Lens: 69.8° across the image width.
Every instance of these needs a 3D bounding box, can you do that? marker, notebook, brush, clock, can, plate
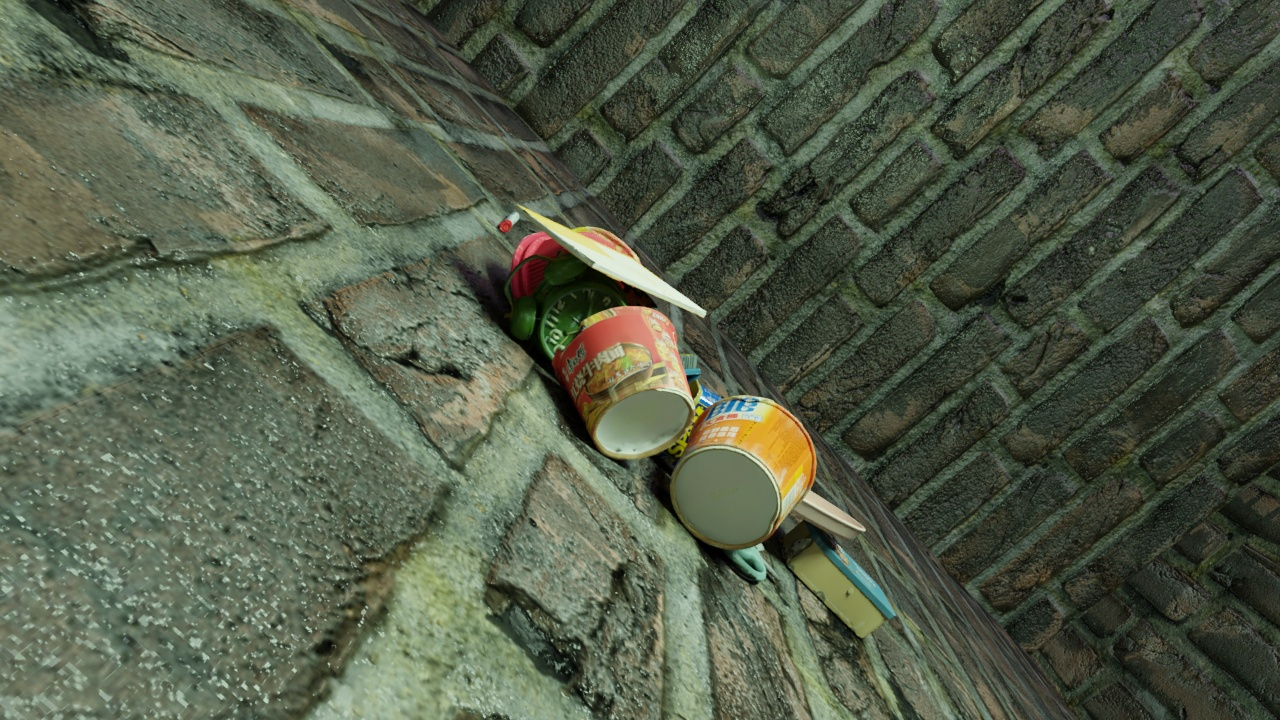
[{"bbox_3d":[-0.203,-0.217,1.433,0.017,0.017,0.145,45,9,-12],"label":"marker"},{"bbox_3d":[-0.030,-0.108,1.018,0.146,0.010,0.206,40,13,37],"label":"notebook"},{"bbox_3d":[0.046,0.024,1.403,0.143,0.055,0.073,2,78,-59],"label":"brush"},{"bbox_3d":[-0.076,-0.051,0.998,0.161,0.116,0.056,38,7,-24],"label":"clock"},{"bbox_3d":[0.073,0.088,1.091,0.083,0.102,0.057,32,13,-12],"label":"can"},{"bbox_3d":[0.200,0.181,1.257,0.229,0.028,0.229,30,1,-1],"label":"plate"}]

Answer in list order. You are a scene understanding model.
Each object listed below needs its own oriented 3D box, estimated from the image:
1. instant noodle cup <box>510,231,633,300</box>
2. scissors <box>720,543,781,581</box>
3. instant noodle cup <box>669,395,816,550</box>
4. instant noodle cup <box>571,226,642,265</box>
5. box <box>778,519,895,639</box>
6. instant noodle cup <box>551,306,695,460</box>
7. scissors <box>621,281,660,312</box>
[{"bbox_3d":[-0.064,-0.084,1.112,0.193,0.066,0.193,28,48,-36],"label":"instant noodle cup"},{"bbox_3d":[0.104,0.200,1.080,0.174,0.019,0.170,50,8,11],"label":"scissors"},{"bbox_3d":[0.105,0.126,0.991,0.151,0.152,0.111,47,28,1],"label":"instant noodle cup"},{"bbox_3d":[-0.071,-0.111,1.261,0.138,0.138,0.110,46,2,-6],"label":"instant noodle cup"},{"bbox_3d":[0.274,0.304,1.271,0.184,0.063,0.089,43,10,-14],"label":"box"},{"bbox_3d":[-0.010,0.029,0.950,0.138,0.138,0.108,38,22,-45],"label":"instant noodle cup"},{"bbox_3d":[0.019,-0.006,1.100,0.182,0.015,0.210,53,-15,11],"label":"scissors"}]
